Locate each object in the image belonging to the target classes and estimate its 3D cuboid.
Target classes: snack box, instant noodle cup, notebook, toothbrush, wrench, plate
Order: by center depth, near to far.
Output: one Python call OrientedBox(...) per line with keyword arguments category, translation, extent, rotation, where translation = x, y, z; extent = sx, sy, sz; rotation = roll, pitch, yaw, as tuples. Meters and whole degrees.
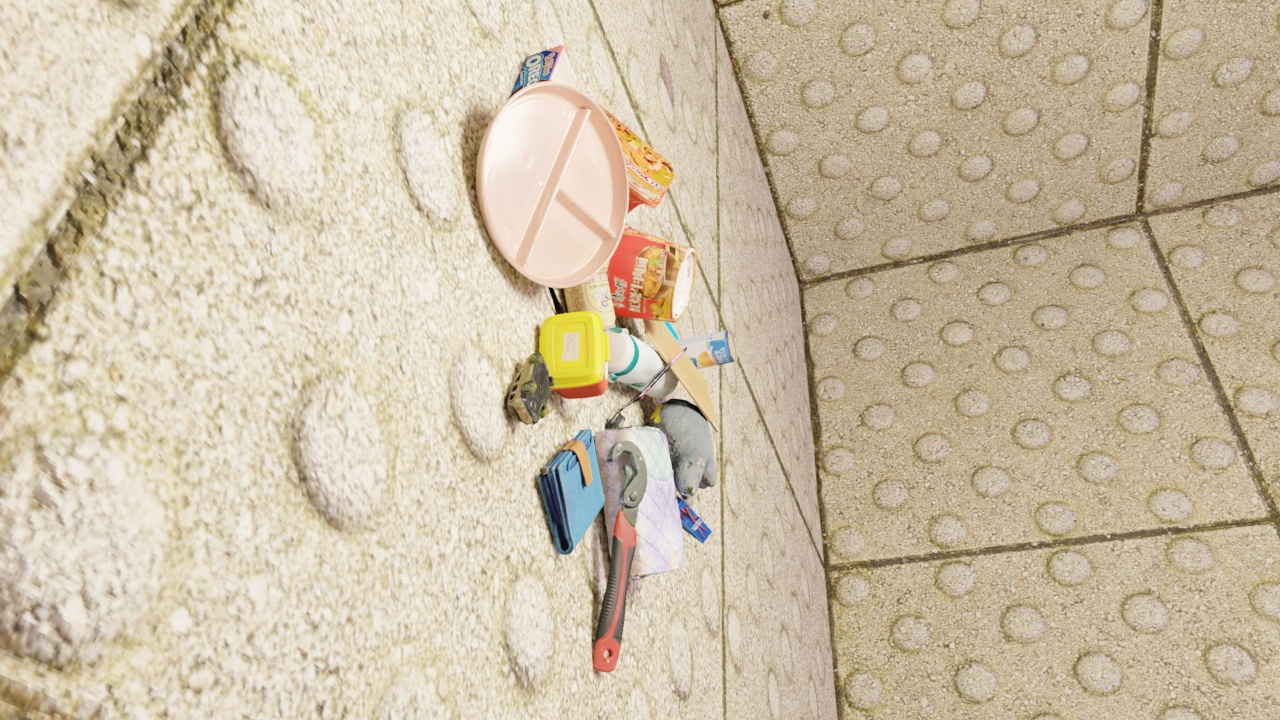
OrientedBox(category="plate", translation=(-0.098, -0.197, 1.044), extent=(0.229, 0.028, 0.229), rotation=(-8, 101, -48))
OrientedBox(category="snack box", translation=(-0.072, -0.002, 1.078), extent=(0.080, 0.082, 0.091), rotation=(66, 20, -67))
OrientedBox(category="wrench", translation=(-0.025, 0.231, 1.100), extent=(0.056, 0.016, 0.273), rotation=(16, 70, -30))
OrientedBox(category="snack box", translation=(-0.124, -0.316, 1.137), extent=(0.207, 0.057, 0.058), rotation=(-82, 153, -47))
OrientedBox(category="toothbrush", translation=(-0.093, -0.041, 1.145), extent=(0.016, 0.014, 0.189), rotation=(-94, 167, -66))
OrientedBox(category="instant noodle cup", translation=(-0.040, -0.273, 1.271), extent=(0.164, 0.079, 0.188), rotation=(40, 28, -8))
OrientedBox(category="toothbrush", translation=(0.013, 0.039, 1.285), extent=(0.188, 0.018, 0.014), rotation=(-44, 172, -33))
OrientedBox(category="instant noodle cup", translation=(0.014, -0.117, 1.303), extent=(0.138, 0.109, 0.138), rotation=(15, 89, -75))
OrientedBox(category="snack box", translation=(0.046, 0.214, 1.338), extent=(0.026, 0.084, 0.157), rotation=(-51, 148, -9))
OrientedBox(category="notebook", translation=(0.057, -0.001, 1.406), extent=(0.208, 0.008, 0.147), rotation=(53, 14, -28))

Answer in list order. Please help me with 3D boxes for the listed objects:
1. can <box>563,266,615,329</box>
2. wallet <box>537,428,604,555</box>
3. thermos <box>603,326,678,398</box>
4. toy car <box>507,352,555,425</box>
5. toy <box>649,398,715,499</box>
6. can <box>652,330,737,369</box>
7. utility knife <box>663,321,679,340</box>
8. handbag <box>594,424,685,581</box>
OrientedBox(category="can", translation=(-0.070, -0.094, 1.174), extent=(0.058, 0.059, 0.116), rotation=(-23, 102, -73))
OrientedBox(category="wallet", translation=(-0.074, 0.146, 1.053), extent=(0.132, 0.040, 0.106), rotation=(-50, 132, -70))
OrientedBox(category="thermos", translation=(-0.008, 0.008, 1.310), extent=(0.224, 0.073, 0.073), rotation=(29, 52, -69))
OrientedBox(category="toy car", translation=(-0.117, 0.028, 0.982), extent=(0.090, 0.035, 0.042), rotation=(-79, 155, -52))
OrientedBox(category="toy", translation=(0.066, 0.127, 1.406), extent=(0.356, 0.091, 0.138), rotation=(-63, 135, -84))
OrientedBox(category="can", translation=(0.089, -0.012, 1.520), extent=(0.053, 0.135, 0.053), rotation=(-10, 90, -73))
OrientedBox(category="utility knife", translation=(0.030, -0.080, 1.573), extent=(0.199, 0.018, 0.034), rotation=(56, 29, -51))
OrientedBox(category="handbag", translation=(-0.003, 0.185, 1.199), extent=(0.134, 0.076, 0.193), rotation=(18, 61, -66))
